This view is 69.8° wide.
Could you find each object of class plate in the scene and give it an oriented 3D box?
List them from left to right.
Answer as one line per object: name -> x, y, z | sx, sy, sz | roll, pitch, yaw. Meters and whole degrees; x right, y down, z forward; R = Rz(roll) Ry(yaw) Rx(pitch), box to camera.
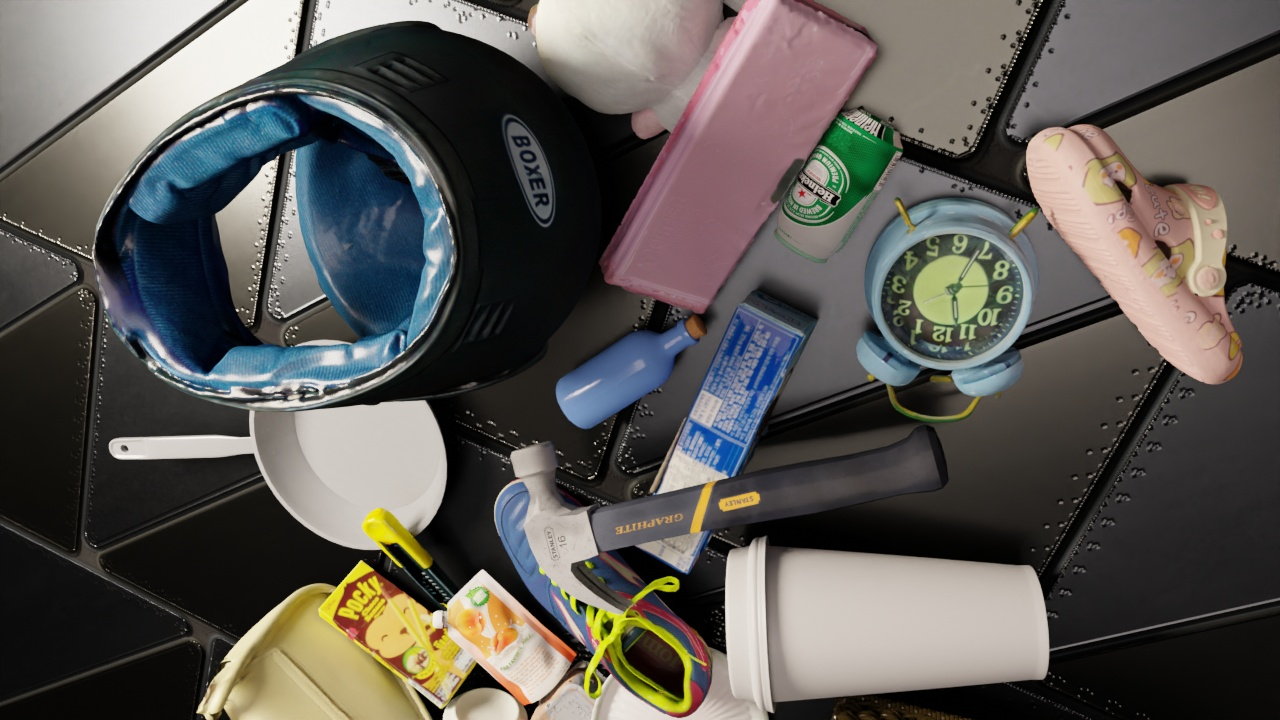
plate -> 0.035, 0.325, 0.808 | 0.157, 0.014, 0.157 | 0, 90, 3

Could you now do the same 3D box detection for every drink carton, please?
drink carton -> -0.126, 0.253, 0.838 | 0.069, 0.039, 0.122 | -44, 99, 0

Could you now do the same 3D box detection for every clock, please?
clock -> 0.213, -0.034, 0.638 | 0.118, 0.059, 0.162 | 5, 112, 15

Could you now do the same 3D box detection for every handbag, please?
handbag -> -0.287, 0.334, 0.843 | 0.233, 0.190, 0.089 | 44, 112, 9

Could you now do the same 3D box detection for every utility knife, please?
utility knife -> -0.178, 0.215, 0.843 | 0.029, 0.020, 0.213 | -27, 113, 25

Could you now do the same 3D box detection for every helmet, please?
helmet -> -0.178, -0.092, 0.647 | 0.317, 0.235, 0.249 | -16, 101, 23

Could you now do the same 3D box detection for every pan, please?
pan -> -0.336, 0.077, 0.852 | 0.357, 0.050, 0.201 | -1, 107, 18

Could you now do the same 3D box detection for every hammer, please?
hammer -> 0.061, 0.098, 0.671 | 0.313, 0.035, 0.139 | -16, 89, 17

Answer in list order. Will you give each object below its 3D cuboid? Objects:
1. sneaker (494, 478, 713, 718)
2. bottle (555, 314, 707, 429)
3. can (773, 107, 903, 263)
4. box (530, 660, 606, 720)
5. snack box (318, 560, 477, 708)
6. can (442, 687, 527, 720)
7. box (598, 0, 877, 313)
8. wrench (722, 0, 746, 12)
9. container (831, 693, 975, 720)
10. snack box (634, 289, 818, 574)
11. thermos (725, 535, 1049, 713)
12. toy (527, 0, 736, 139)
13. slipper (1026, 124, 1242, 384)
sneaker -> -0.033, 0.192, 0.760 | 0.242, 0.091, 0.116 | 43, 97, 7
bottle -> -0.004, 0.004, 0.725 | 0.131, 0.048, 0.048 | -33, 95, 24
can -> 0.137, -0.121, 0.636 | 0.053, 0.053, 0.101 | 32, 113, 6
box -> -0.004, 0.378, 0.845 | 0.216, 0.062, 0.081 | 43, 103, 0
snack box -> -0.227, 0.259, 0.871 | 0.149, 0.061, 0.026 | 35, 147, 4
can -> -0.155, 0.394, 0.882 | 0.079, 0.078, 0.146 | 14, 111, 13
box -> 0.060, -0.137, 0.631 | 0.098, 0.037, 0.233 | 16, 126, -23
wrench -> 0.014, -0.294, 0.643 | 0.273, 0.009, 0.047 | 37, 114, 4
container -> 0.274, 0.374, 0.669 | 0.321, 0.204, 0.177 | 9, 110, 15
snack box -> 0.063, 0.058, 0.716 | 0.059, 0.059, 0.227 | 27, 112, 11
thermos -> 0.180, 0.198, 0.695 | 0.222, 0.131, 0.131 | -3, 106, 11
toy -> 0.012, -0.212, 0.629 | 0.179, 0.101, 0.139 | 37, 129, -19
slipper -> 0.326, -0.076, 0.574 | 0.082, 0.093, 0.197 | -37, 94, 13
